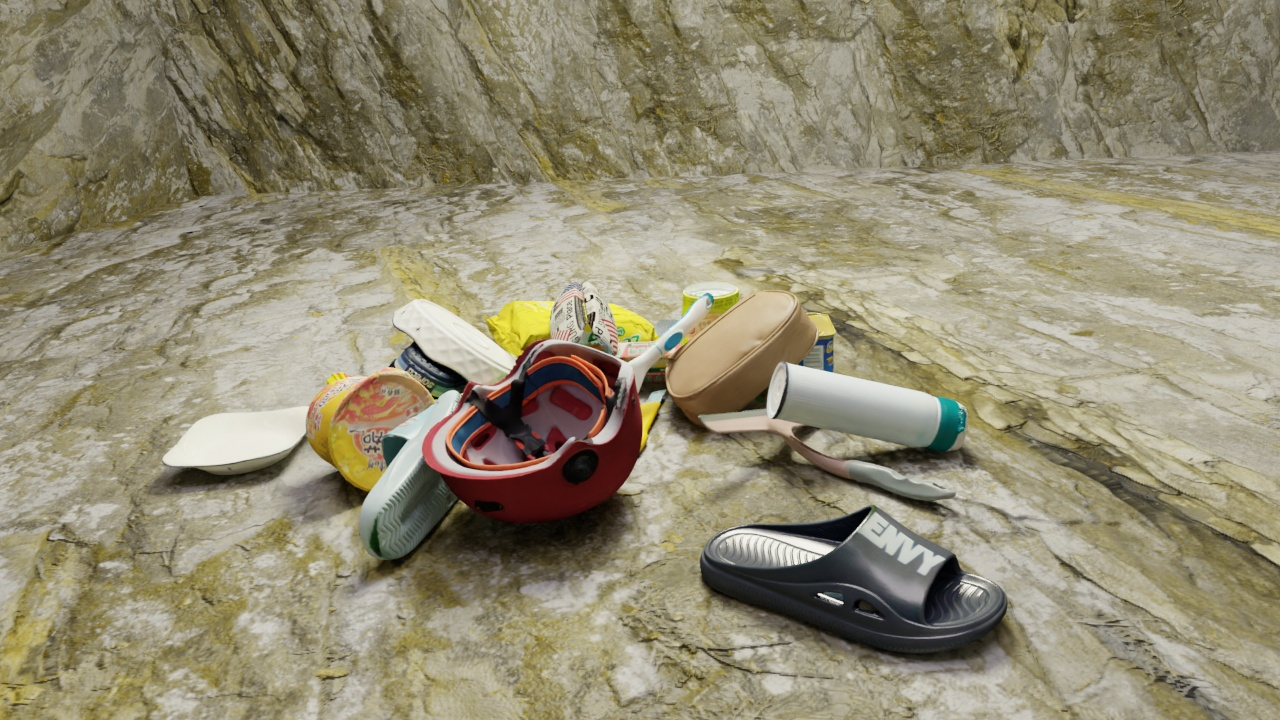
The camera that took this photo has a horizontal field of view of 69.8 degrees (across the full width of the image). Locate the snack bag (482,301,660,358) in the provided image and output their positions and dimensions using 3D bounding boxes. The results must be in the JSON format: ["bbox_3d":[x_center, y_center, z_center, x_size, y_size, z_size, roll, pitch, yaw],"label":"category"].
[{"bbox_3d":[-0.101,-0.045,1.397,0.246,0.068,0.158,-2,17,-30],"label":"snack bag"}]

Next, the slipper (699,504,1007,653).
[{"bbox_3d":[0.172,0.173,0.791,0.269,0.083,0.110,7,25,31],"label":"slipper"}]

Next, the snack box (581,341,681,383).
[{"bbox_3d":[-0.019,0.004,1.298,0.156,0.077,0.027,-3,60,5],"label":"snack box"}]

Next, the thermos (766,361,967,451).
[{"bbox_3d":[0.260,0.057,1.045,0.224,0.073,0.073,12,20,-5],"label":"thermos"}]

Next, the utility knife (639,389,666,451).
[{"bbox_3d":[0.006,0.078,1.176,0.033,0.015,0.201,0,21,15],"label":"utility knife"}]

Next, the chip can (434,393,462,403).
[{"bbox_3d":[-0.153,0.056,1.191,0.235,0.072,0.072,-17,24,-32],"label":"chip can"}]

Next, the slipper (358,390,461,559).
[{"bbox_3d":[-0.246,0.123,0.991,0.074,0.104,0.244,-1,27,14],"label":"slipper"}]

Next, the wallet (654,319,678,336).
[{"bbox_3d":[0.062,-0.039,1.484,0.097,0.019,0.120,3,24,18],"label":"wallet"}]

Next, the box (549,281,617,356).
[{"bbox_3d":[-0.084,-0.051,1.276,0.086,0.075,0.162,-26,33,10],"label":"box"}]

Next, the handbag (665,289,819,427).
[{"bbox_3d":[0.129,-0.003,1.194,0.204,0.100,0.147,-37,28,1],"label":"handbag"}]

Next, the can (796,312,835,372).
[{"bbox_3d":[0.238,-0.012,1.276,0.057,0.083,0.102,-3,20,4],"label":"can"}]

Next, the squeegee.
[{"bbox_3d":[0.228,0.111,1.009,0.247,0.040,0.250,0,17,-46],"label":"squeegee"}]

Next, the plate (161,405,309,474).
[{"bbox_3d":[-0.507,0.107,1.175,0.164,0.034,0.163,-5,20,-3],"label":"plate"}]

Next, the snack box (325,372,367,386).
[{"bbox_3d":[-0.371,0.058,1.221,0.080,0.082,0.091,-4,18,-28],"label":"snack box"}]

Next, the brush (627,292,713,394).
[{"bbox_3d":[-0.007,0.007,1.185,0.110,0.060,0.313,-8,31,35],"label":"brush"}]

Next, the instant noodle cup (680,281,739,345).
[{"bbox_3d":[0.103,-0.048,1.341,0.112,0.123,0.111,-4,21,1],"label":"instant noodle cup"}]

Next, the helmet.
[{"bbox_3d":[-0.102,0.096,0.978,0.239,0.144,0.207,-37,36,-30],"label":"helmet"}]

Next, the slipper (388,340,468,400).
[{"bbox_3d":[-0.296,0.029,1.273,0.105,0.095,0.253,39,-1,-9],"label":"slipper"}]

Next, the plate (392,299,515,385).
[{"bbox_3d":[-0.247,-0.019,1.268,0.205,0.045,0.205,37,4,-3],"label":"plate"}]

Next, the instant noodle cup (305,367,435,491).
[{"bbox_3d":[-0.323,0.079,1.087,0.137,0.138,0.110,-21,18,-38],"label":"instant noodle cup"}]
